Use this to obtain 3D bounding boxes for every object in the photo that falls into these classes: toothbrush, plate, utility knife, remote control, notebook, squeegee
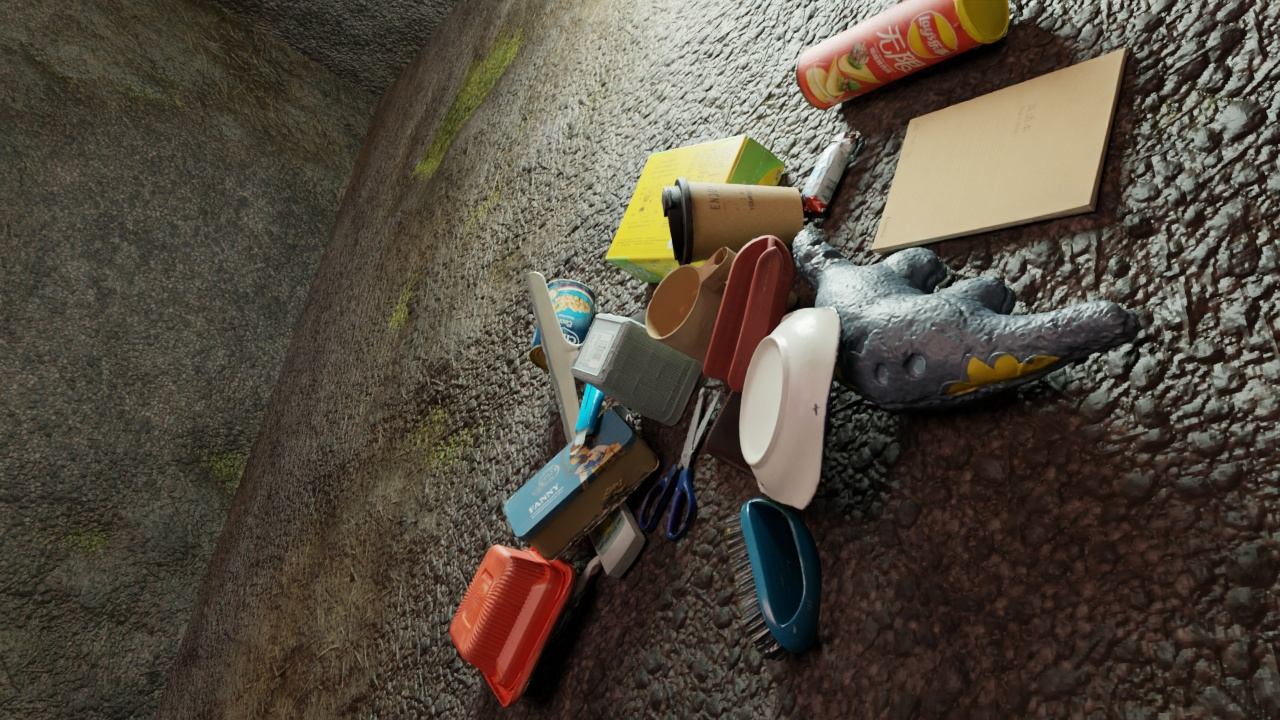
[{"bbox_3d":[-0.090,0.293,1.014,0.188,0.016,0.017,-58,38,8],"label":"toothbrush"},{"bbox_3d":[0.115,0.035,0.768,0.164,0.034,0.163,171,108,-80],"label":"plate"},{"bbox_3d":[-0.054,0.044,1.055,0.034,0.018,0.166,-34,25,29],"label":"utility knife"},{"bbox_3d":[-0.034,0.180,1.012,0.056,0.019,0.135,-55,29,12],"label":"remote control"},{"bbox_3d":[0.302,-0.174,0.793,0.212,0.012,0.149,-6,60,55],"label":"notebook"},{"bbox_3d":[-0.017,-0.043,1.135,0.247,0.039,0.246,-25,72,31],"label":"squeegee"}]

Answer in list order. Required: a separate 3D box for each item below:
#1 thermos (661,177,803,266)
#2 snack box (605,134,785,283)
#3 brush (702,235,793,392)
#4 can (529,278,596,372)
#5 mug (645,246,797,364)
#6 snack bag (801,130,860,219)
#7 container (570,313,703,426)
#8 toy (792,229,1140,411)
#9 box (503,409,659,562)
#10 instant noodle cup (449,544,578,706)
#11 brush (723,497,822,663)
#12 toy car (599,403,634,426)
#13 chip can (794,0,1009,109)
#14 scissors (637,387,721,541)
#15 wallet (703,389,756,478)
[{"bbox_3d":[0.092,-0.146,0.953,0.093,0.143,0.093,174,92,-85],"label":"thermos"},{"bbox_3d":[0.061,-0.177,1.106,0.210,0.070,0.157,8,74,59],"label":"snack box"},{"bbox_3d":[0.105,-0.045,0.859,0.069,0.063,0.146,-90,12,-70],"label":"brush"},{"bbox_3d":[-0.105,-0.047,1.251,0.076,0.075,0.111,-27,45,45],"label":"can"},{"bbox_3d":[0.083,-0.051,0.936,0.125,0.103,0.084,-42,36,31],"label":"mug"},{"bbox_3d":[0.195,-0.195,0.957,0.105,0.026,0.045,-64,21,-4],"label":"snack bag"},{"bbox_3d":[-0.006,0.006,1.020,0.090,0.111,0.090,15,79,60],"label":"container"},{"bbox_3d":[0.211,-0.030,0.735,0.138,0.091,0.356,-58,31,2],"label":"toy"},{"bbox_3d":[-0.070,0.141,1.010,0.184,0.059,0.090,-42,27,-5],"label":"box"},{"bbox_3d":[-0.152,0.282,1.039,0.164,0.079,0.189,-64,17,-10],"label":"instant noodle cup"},{"bbox_3d":[0.115,0.171,0.757,0.074,0.055,0.143,-45,34,29],"label":"brush"},{"bbox_3d":[-0.053,0.106,1.090,0.122,0.037,0.056,-46,34,3],"label":"toy car"},{"bbox_3d":[0.254,-0.317,0.920,0.217,0.073,0.073,-7,61,55],"label":"chip can"},{"bbox_3d":[0.049,0.110,0.950,0.170,0.012,0.146,-53,31,17],"label":"scissors"},{"bbox_3d":[0.118,0.063,0.878,0.122,0.020,0.096,21,84,58],"label":"wallet"}]
